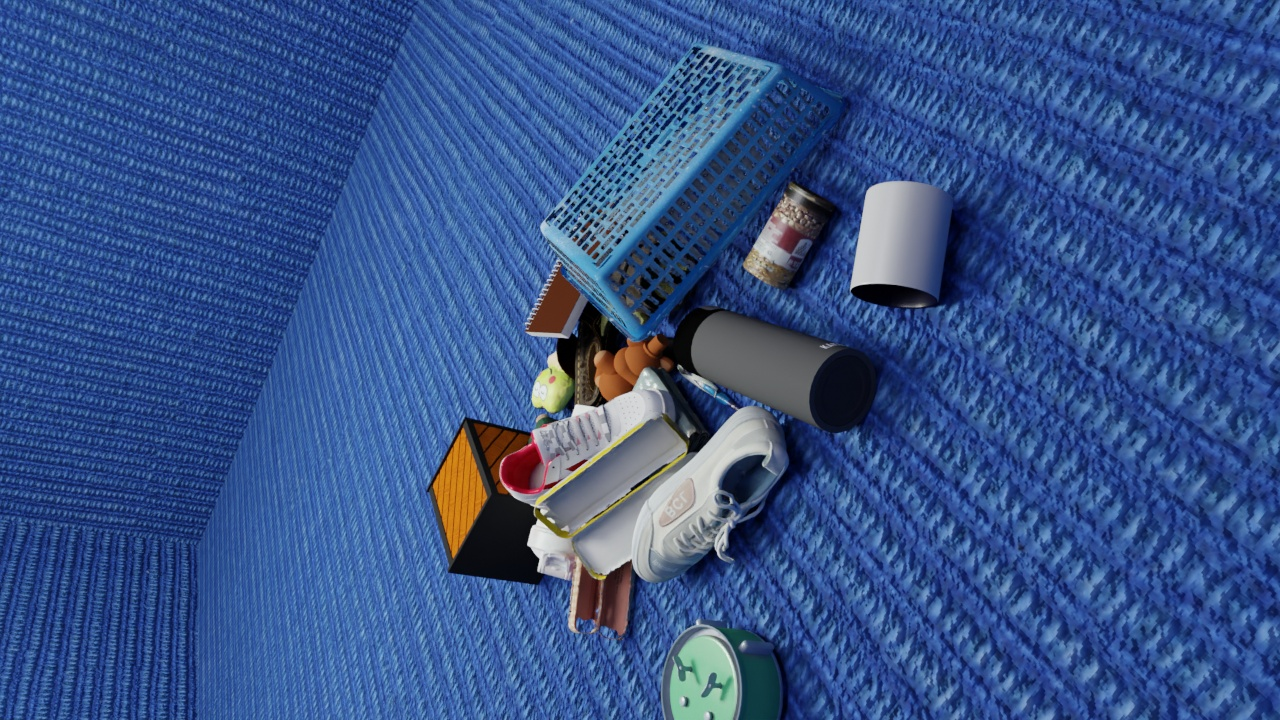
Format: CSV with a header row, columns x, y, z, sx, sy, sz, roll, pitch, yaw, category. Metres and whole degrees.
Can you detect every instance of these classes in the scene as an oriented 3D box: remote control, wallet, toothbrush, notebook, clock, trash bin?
x,y,z,sx,sy,sz,roll,pitch,yaw,category
0.036,-0.015,1.169,0.137,0.015,0.032,6,81,57,remote control
0.028,0.082,1.106,0.101,0.054,0.131,-63,36,29,wallet
0.088,0.040,1.064,0.189,0.017,0.016,39,116,55,toothbrush
-0.090,-0.129,1.305,0.209,0.022,0.172,-64,23,-8,notebook
0.071,0.343,0.898,0.122,0.075,0.161,5,81,57,clock
-0.199,0.200,1.309,0.140,0.139,0.171,-59,35,20,trash bin

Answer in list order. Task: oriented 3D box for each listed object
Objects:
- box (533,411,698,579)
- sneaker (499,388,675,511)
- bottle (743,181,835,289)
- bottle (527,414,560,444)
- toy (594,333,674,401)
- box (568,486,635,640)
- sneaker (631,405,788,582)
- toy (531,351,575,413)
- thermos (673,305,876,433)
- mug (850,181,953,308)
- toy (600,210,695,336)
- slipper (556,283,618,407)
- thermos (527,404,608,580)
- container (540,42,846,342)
x,y,z,sx,sy,sz,roll,pitch,yaw,category
-0.014,0.157,1.049,0.210,0.129,0.036,-38,7,21,box
-0.073,0.099,1.079,0.237,0.104,0.090,-31,55,29,sneaker
0.161,-0.135,0.999,0.105,0.056,0.056,-61,34,18,bottle
-0.121,0.121,1.300,0.061,0.061,0.131,-62,34,21,bottle
-0.007,0.007,1.167,0.128,0.095,0.065,-46,9,35,toy
-0.042,0.243,1.121,0.042,0.082,0.186,152,126,-64,box
0.070,0.161,0.965,0.243,0.089,0.090,-53,22,22,sneaker
-0.121,0.023,1.364,0.092,0.046,0.115,14,80,60,toy
0.130,0.002,0.958,0.241,0.082,0.082,24,96,57,thermos
0.238,-0.103,0.861,0.112,0.078,0.096,130,152,-80,mug
0.010,-0.110,1.194,0.153,0.078,0.179,16,87,62,toy
-0.076,-0.052,1.298,0.113,0.075,0.267,-22,58,50,slipper
-0.082,0.171,1.191,0.099,0.099,0.220,-1,71,56,thermos
0.037,-0.223,1.095,0.362,0.089,0.257,-49,35,3,container
